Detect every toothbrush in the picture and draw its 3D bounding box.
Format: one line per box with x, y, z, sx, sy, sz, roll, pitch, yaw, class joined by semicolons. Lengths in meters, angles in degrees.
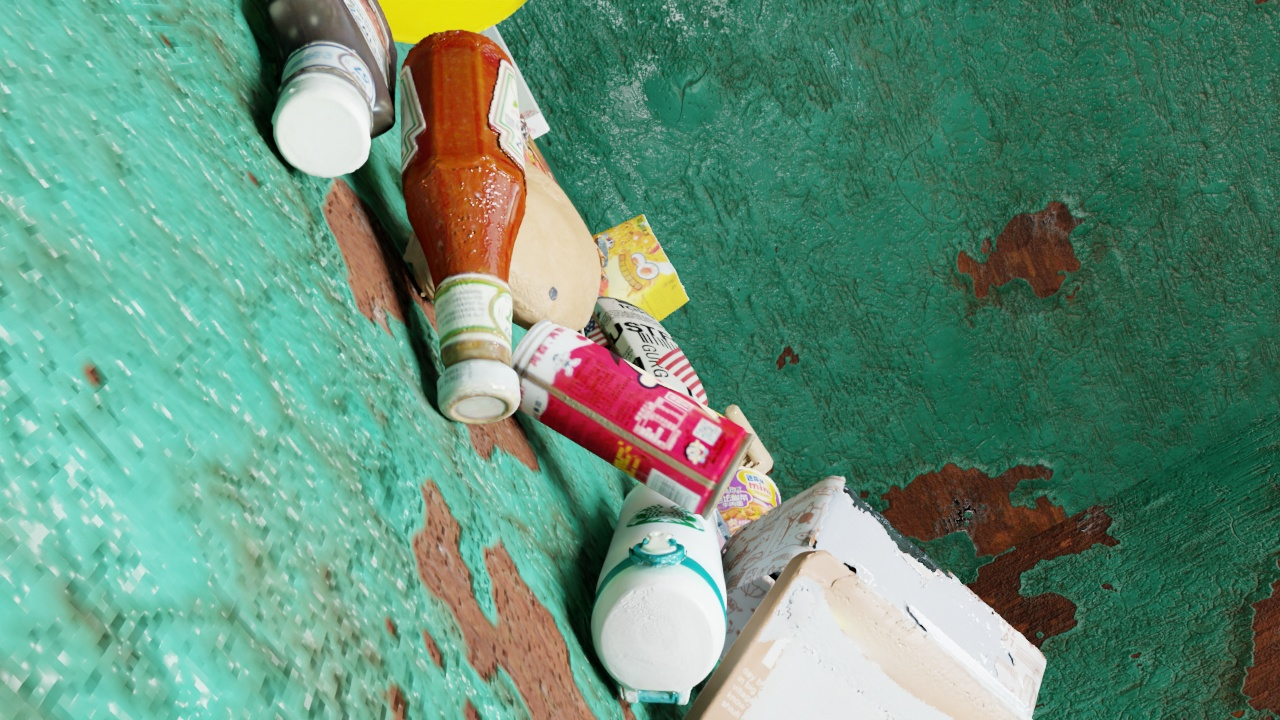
-0.027;-0.018;0.832;0.018;0.016;0.191;-140;-136;-78;toothbrush

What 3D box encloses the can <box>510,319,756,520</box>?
-0.008;0.030;0.498;0.133;0.053;0.053;30;-2;11;can

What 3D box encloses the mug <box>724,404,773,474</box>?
0.081;0.119;0.999;0.084;0.124;0.103;37;-14;50;mug

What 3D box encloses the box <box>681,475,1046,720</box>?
0.109;0.200;0.504;0.183;0.191;0.157;41;-37;-2;box

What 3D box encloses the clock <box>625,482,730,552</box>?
0.046;0.154;0.730;0.158;0.060;0.117;60;3;1;clock

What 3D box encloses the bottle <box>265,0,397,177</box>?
-0.144;-0.139;0.431;0.194;0.044;0.080;-112;179;-54;bottle

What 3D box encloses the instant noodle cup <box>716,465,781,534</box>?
0.090;0.176;0.894;0.111;0.112;0.099;59;14;-29;instant noodle cup

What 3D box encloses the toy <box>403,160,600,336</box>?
-0.080;-0.068;0.557;0.143;0.082;0.225;39;13;-17;toy

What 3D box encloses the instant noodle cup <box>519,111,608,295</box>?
-0.102;-0.143;0.763;0.189;0.079;0.164;58;5;-37;instant noodle cup

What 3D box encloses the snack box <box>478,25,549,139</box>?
-0.153;-0.256;0.880;0.156;0.085;0.027;64;3;33;snack box

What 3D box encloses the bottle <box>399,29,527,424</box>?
-0.081;-0.068;0.431;0.060;0.060;0.205;55;22;-58;bottle

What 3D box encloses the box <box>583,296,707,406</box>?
-0.012;0.010;0.752;0.074;0.081;0.163;20;25;-36;box

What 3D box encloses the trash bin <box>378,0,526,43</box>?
-0.155;-0.348;0.605;0.255;0.230;0.230;-106;168;-46;trash bin

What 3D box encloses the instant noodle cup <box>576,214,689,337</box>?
-0.028;-0.071;0.898;0.116;0.124;0.116;63;4;24;instant noodle cup

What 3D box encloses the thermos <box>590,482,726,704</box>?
0.013;0.112;0.502;0.073;0.073;0.224;61;4;-1;thermos
